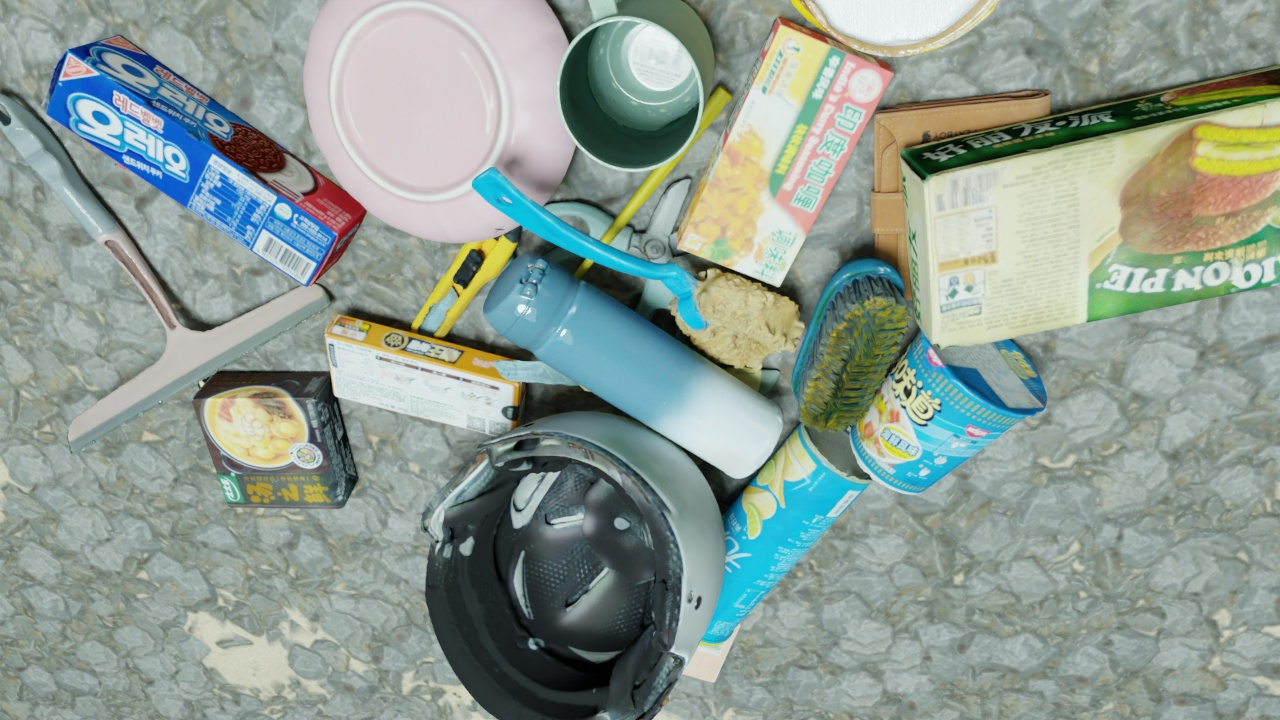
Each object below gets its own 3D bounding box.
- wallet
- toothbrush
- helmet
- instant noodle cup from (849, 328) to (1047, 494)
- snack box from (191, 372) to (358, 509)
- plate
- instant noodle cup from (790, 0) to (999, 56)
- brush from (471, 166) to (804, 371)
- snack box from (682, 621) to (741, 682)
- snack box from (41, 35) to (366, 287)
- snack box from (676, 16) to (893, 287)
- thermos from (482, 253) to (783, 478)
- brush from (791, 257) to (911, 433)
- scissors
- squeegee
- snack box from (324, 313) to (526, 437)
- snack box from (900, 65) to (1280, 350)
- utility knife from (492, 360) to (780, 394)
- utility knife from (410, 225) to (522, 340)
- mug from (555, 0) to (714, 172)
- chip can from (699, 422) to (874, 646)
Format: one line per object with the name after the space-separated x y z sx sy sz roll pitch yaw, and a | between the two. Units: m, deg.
0.203 -0.102 0.592 0.108 0.031 0.132 -3 119 9 | wallet
-0.001 -0.103 0.617 0.016 0.015 0.190 35 114 -13 | toothbrush
-0.037 0.150 0.702 0.230 0.156 0.275 41 129 17 | helmet
0.204 0.034 0.640 0.099 0.099 0.110 27 129 -7 | instant noodle cup
-0.313 0.066 0.771 0.126 0.053 0.113 -1 120 4 | snack box
-0.135 -0.165 0.587 0.192 0.039 0.193 5 112 13 | plate
0.135 -0.226 0.484 0.138 0.109 0.138 5 121 8 | instant noodle cup
0.004 -0.056 0.595 0.254 0.045 0.083 25 156 -31 | brush
0.004 0.234 0.824 0.157 0.026 0.085 17 122 0 | snack box
-0.299 -0.138 0.640 0.207 0.058 0.057 35 120 -11 | snack box
0.088 -0.129 0.589 0.077 0.027 0.156 19 119 -10 | snack box
-0.004 0.004 0.634 0.220 0.070 0.070 32 120 -17 | thermos
0.138 -0.016 0.624 0.055 0.073 0.144 3 140 -5 | brush
-0.011 -0.050 0.666 0.170 0.019 0.181 -10 117 14 | scissors
-0.404 -0.090 0.698 0.248 0.040 0.249 -28 107 6 | squeegee
-0.166 0.015 0.714 0.154 0.026 0.075 14 138 2 | snack box
0.281 -0.089 0.544 0.240 0.063 0.114 -12 118 5 | snack box
-0.002 0.014 0.679 0.212 0.022 0.031 0 124 -11 | utility knife
-0.134 -0.051 0.677 0.033 0.015 0.171 43 126 0 | utility knife
-0.004 -0.180 0.536 0.082 0.106 0.112 -14 117 18 | mug
0.097 0.137 0.726 0.071 0.071 0.211 29 120 -8 | chip can
